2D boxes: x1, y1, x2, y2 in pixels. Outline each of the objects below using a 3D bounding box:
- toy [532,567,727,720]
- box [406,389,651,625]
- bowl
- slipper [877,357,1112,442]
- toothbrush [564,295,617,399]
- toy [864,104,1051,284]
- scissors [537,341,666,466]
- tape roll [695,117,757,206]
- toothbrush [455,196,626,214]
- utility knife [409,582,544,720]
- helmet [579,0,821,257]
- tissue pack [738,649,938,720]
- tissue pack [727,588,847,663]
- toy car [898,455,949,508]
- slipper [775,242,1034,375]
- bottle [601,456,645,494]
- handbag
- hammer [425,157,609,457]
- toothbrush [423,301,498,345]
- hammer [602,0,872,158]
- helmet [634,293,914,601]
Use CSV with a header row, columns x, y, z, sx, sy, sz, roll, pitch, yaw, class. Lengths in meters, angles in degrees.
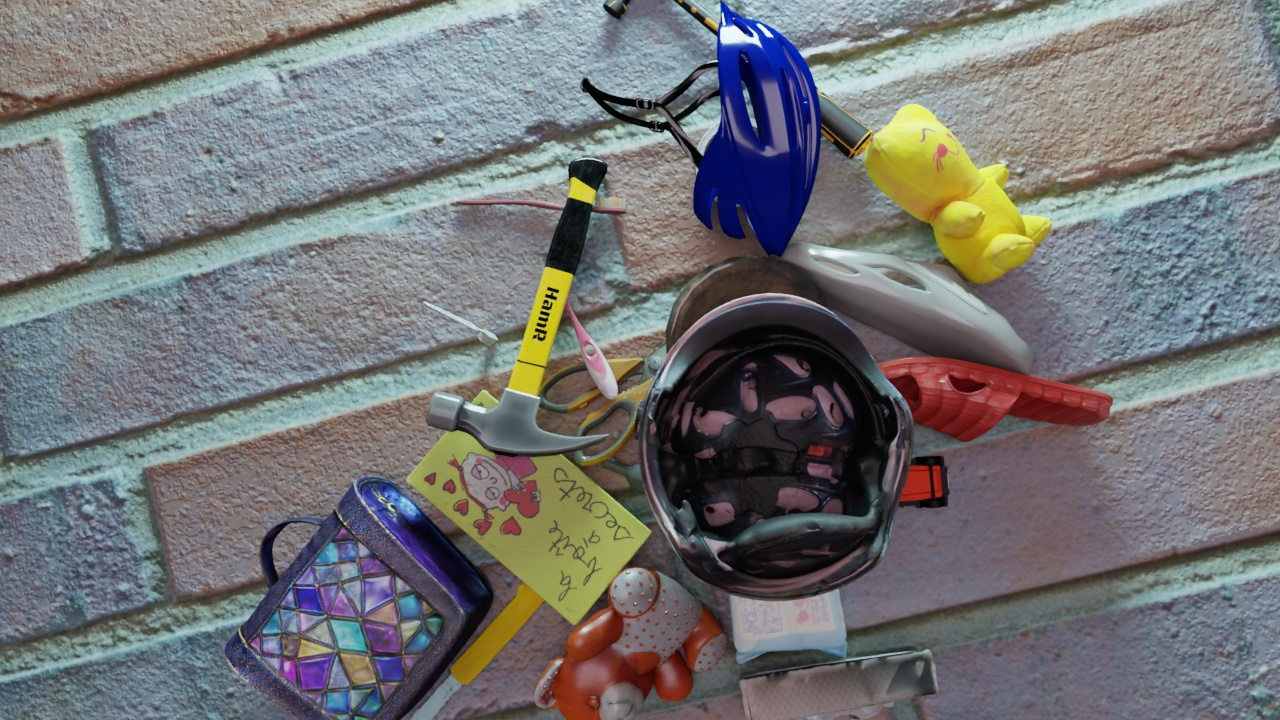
x,y,z,sx,sy,sz,roll,pitch,yaw,class
-0.014,0.291,0.895,0.172,0.093,0.163,-49,126,1,toy
-0.108,0.146,0.921,0.221,0.082,0.124,42,84,7,box
0.102,-0.024,0.907,0.162,0.070,0.162,-1,101,-6,bowl
0.327,0.046,0.886,0.249,0.104,0.059,8,73,3,slipper
-0.056,-0.018,0.951,0.021,0.016,0.135,-27,76,-2,toothbrush
0.306,-0.162,0.907,0.194,0.134,0.088,44,134,1,toy
-0.005,0.005,0.955,0.228,0.016,0.134,-43,74,-6,scissors
0.103,-0.208,0.961,0.093,0.013,0.093,0,87,4,tape roll
-0.107,-0.167,0.976,0.184,0.015,0.015,3,84,6,toothbrush
-0.167,0.303,0.953,0.030,0.019,0.218,42,86,11,utility knife
0.059,-0.217,0.883,0.228,0.147,0.241,-3,95,6,helmet
0.189,0.323,0.887,0.181,0.104,0.071,-13,71,2,tissue pack
0.137,0.207,0.909,0.112,0.070,0.182,-9,88,4,tissue pack
0.253,0.122,0.913,0.100,0.049,0.051,-4,86,4,toy car
0.266,-0.069,0.903,0.266,0.113,0.080,25,78,11,slipper
0.013,0.125,0.942,0.113,0.030,0.030,23,89,5,bottle
-0.284,0.240,0.913,0.222,0.125,0.205,38,90,7,handbag
-0.085,-0.058,0.914,0.170,0.034,0.324,16,73,-4,hammer
-0.175,-0.034,0.890,0.010,0.181,0.010,-37,77,4,toothbrush
0.114,-0.324,0.958,0.320,0.036,0.123,41,90,8,hammer
0.110,0.074,0.810,0.230,0.152,0.255,-7,86,-3,helmet
